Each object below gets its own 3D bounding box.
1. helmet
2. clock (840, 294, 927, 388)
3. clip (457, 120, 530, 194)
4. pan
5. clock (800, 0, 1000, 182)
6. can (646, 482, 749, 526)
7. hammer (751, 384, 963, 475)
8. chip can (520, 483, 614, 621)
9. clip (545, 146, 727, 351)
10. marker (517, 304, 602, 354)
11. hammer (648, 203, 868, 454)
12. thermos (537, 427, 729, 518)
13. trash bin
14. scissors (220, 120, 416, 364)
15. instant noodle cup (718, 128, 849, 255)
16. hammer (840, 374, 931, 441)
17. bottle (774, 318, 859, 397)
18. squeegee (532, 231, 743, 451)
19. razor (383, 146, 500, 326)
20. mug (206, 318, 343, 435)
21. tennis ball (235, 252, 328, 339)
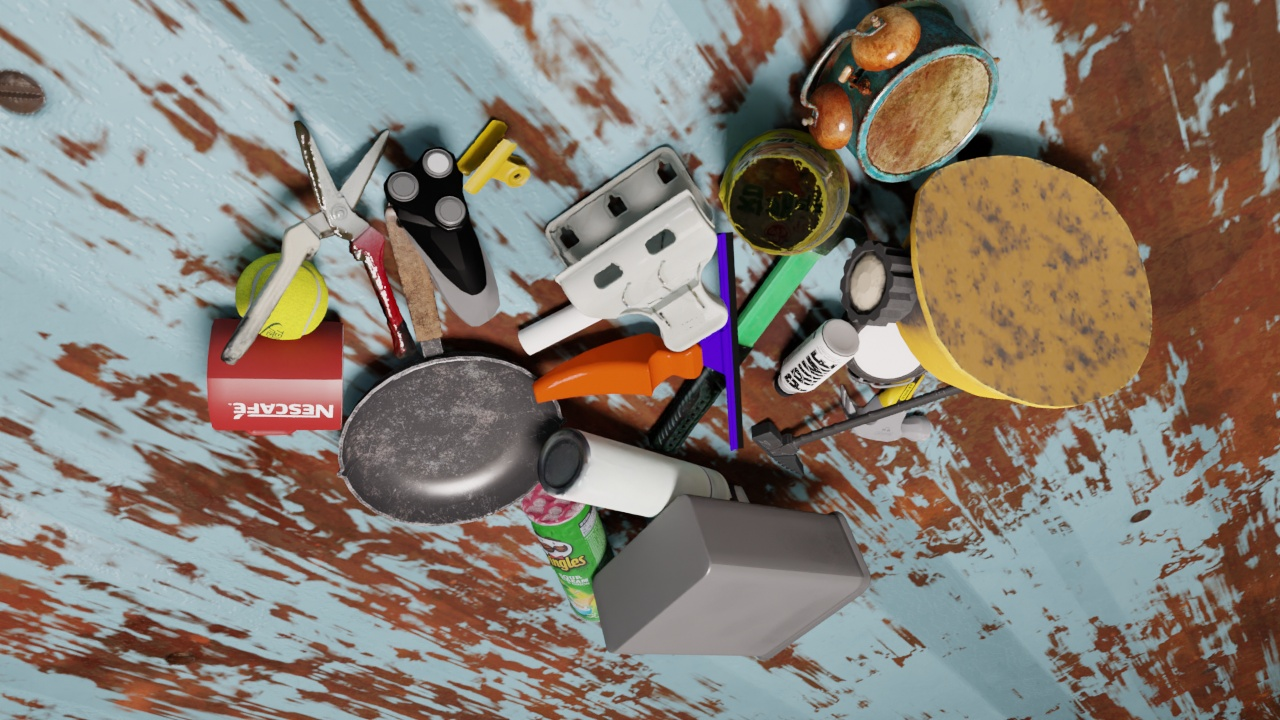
[{"bbox_3d":[0.287,-0.052,0.771,0.255,0.205,0.132,3,166,-24],"label":"helmet"},{"bbox_3d":[0.236,-0.016,0.872,0.091,0.043,0.123,-9,121,13],"label":"clock"},{"bbox_3d":[-0.104,-0.143,0.674,0.048,0.046,0.054,40,114,-14],"label":"clip"},{"bbox_3d":[-0.176,0.010,0.798,0.207,0.040,0.358,-12,129,-12],"label":"pan"},{"bbox_3d":[0.178,-0.200,0.668,0.157,0.073,0.122,4,134,-36],"label":"clock"},{"bbox_3d":[0.064,0.189,1.033,0.127,0.064,0.064,-25,136,8],"label":"can"},{"bbox_3d":[0.275,0.047,0.925,0.326,0.015,0.095,-23,135,29],"label":"hammer"},{"bbox_3d":[-0.068,0.206,1.005,0.075,0.075,0.223,-16,137,-2],"label":"chip can"},{"bbox_3d":[0.007,-0.071,0.710,0.127,0.110,0.150,-31,91,18],"label":"clip"},{"bbox_3d":[-0.043,-0.044,0.793,0.133,0.023,0.027,-26,166,9],"label":"marker"},{"bbox_3d":[0.096,-0.022,0.857,0.130,0.032,0.320,13,130,-28],"label":"hammer"},{"bbox_3d":[0.000,0.121,0.916,0.068,0.068,0.229,-42,141,23],"label":"thermos"},{"bbox_3d":[0.093,0.233,0.967,0.219,0.097,0.192,13,133,-34],"label":"trash bin"},{"bbox_3d":[-0.229,-0.066,0.656,0.179,0.015,0.199,-35,129,-20],"label":"scissors"},{"bbox_3d":[0.103,-0.121,0.678,0.102,0.108,0.102,3,104,11],"label":"instant noodle cup"},{"bbox_3d":[0.301,-0.036,0.909,0.127,0.029,0.325,5,131,-21],"label":"hammer"},{"bbox_3d":[0.163,0.003,0.878,0.041,0.041,0.116,3,154,-20],"label":"bottle"},{"bbox_3d":[-0.005,0.005,0.817,0.184,0.055,0.250,-14,131,-7],"label":"squeegee"},{"bbox_3d":[-0.140,-0.083,0.686,0.057,0.060,0.156,-40,153,-19],"label":"razor"},{"bbox_3d":[-0.293,0.022,0.747,0.096,0.080,0.117,1,140,-18],"label":"mug"},{"bbox_3d":[-0.269,-0.048,0.691,0.065,0.065,0.065,-9,136,-9],"label":"tennis ball"}]
